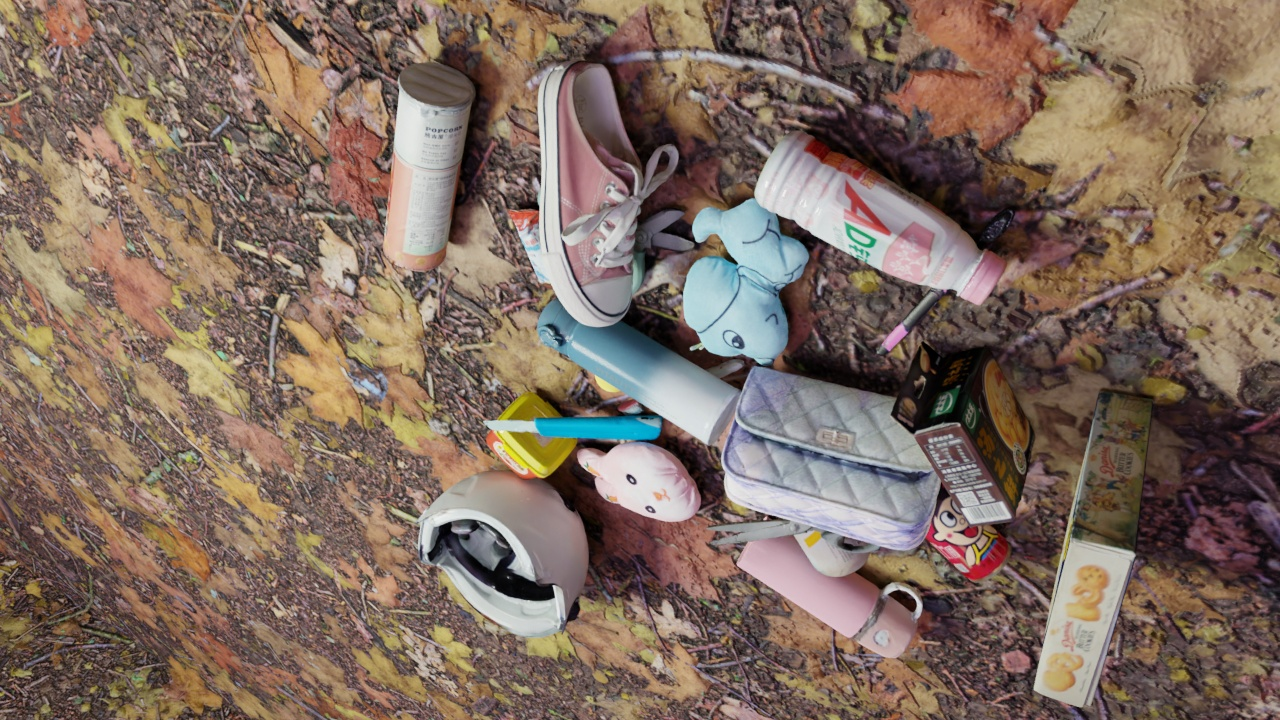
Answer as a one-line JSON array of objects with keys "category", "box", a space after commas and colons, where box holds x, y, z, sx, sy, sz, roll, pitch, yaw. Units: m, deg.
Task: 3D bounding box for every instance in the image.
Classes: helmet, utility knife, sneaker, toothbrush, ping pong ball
[{"category": "helmet", "box": [-0.161, 0.235, 1.189, 0.229, 0.145, 0.259, 19, 143, 22]}, {"category": "utility knife", "box": [-0.077, 0.075, 1.038, 0.205, 0.018, 0.034, 0, 137, 5]}, {"category": "sneaker", "box": [-0.032, -0.140, 0.809, 0.088, 0.118, 0.241, 16, 119, 43]}, {"category": "toothbrush", "box": [0.249, -0.058, 0.766, 0.014, 0.017, 0.190, 42, 139, 10]}, {"category": "ping pong ball", "box": [-0.029, 0.014, 0.993, 0.040, 0.040, 0.040, 18, 133, 21]}, {"category": "toothbrush", "box": [0.041, 0.032, 0.979, 0.188, 0.016, 0.017, -23, 118, 43]}]

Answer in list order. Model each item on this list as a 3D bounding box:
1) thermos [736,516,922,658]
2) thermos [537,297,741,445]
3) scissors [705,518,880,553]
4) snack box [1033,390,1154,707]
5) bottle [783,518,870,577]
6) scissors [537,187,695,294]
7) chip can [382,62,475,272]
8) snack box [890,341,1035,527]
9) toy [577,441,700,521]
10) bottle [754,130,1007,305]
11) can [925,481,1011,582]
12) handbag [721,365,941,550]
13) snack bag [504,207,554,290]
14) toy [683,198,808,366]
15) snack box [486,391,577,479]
[{"category": "thermos", "box": [0.211, 0.245, 1.011, 0.198, 0.067, 0.087, 31, 110, 9]}, {"category": "thermos", "box": [-0.006, 0.005, 0.935, 0.220, 0.070, 0.070, 30, 136, 17]}, {"category": "scissors", "box": [0.159, 0.171, 0.912, 0.150, 0.014, 0.171, 39, 112, -11]}, {"category": "snack box", "box": [0.365, 0.148, 0.738, 0.046, 0.182, 0.178, 13, 130, 26]}, {"category": "bottle", "box": [0.170, 0.136, 0.941, 0.068, 0.067, 0.189, -16, 114, 41]}, {"category": "scissors", "box": [-0.024, -0.108, 0.905, 0.175, 0.019, 0.176, 18, 132, 19]}, {"category": "chip can", "box": [-0.218, -0.188, 0.929, 0.071, 0.071, 0.215, 31, 137, 8]}, {"category": "snack box", "box": [0.275, 0.056, 0.771, 0.053, 0.113, 0.125, -19, 113, 41]}, {"category": "toy", "box": [-0.004, 0.141, 1.076, 0.160, 0.054, 0.121, -2, 129, 43]}, {"category": "bottle", "box": [0.188, -0.108, 0.722, 0.197, 0.068, 0.068, 32, 136, 11]}, {"category": "can", "box": [0.291, 0.150, 0.882, 0.133, 0.053, 0.053, 44, 137, -5]}, {"category": "handbag", "box": [0.177, 0.083, 0.829, 0.194, 0.133, 0.076, 13, 145, 15]}, {"category": "snack bag", "box": [-0.103, -0.114, 0.947, 0.048, 0.026, 0.104, 10, 130, 43]}, {"category": "toy", "box": [0.090, -0.064, 0.842, 0.161, 0.049, 0.157, 46, 129, -14]}, {"category": "snack box", "box": [-0.134, 0.094, 1.108, 0.091, 0.081, 0.080, 45, 150, -5]}]
